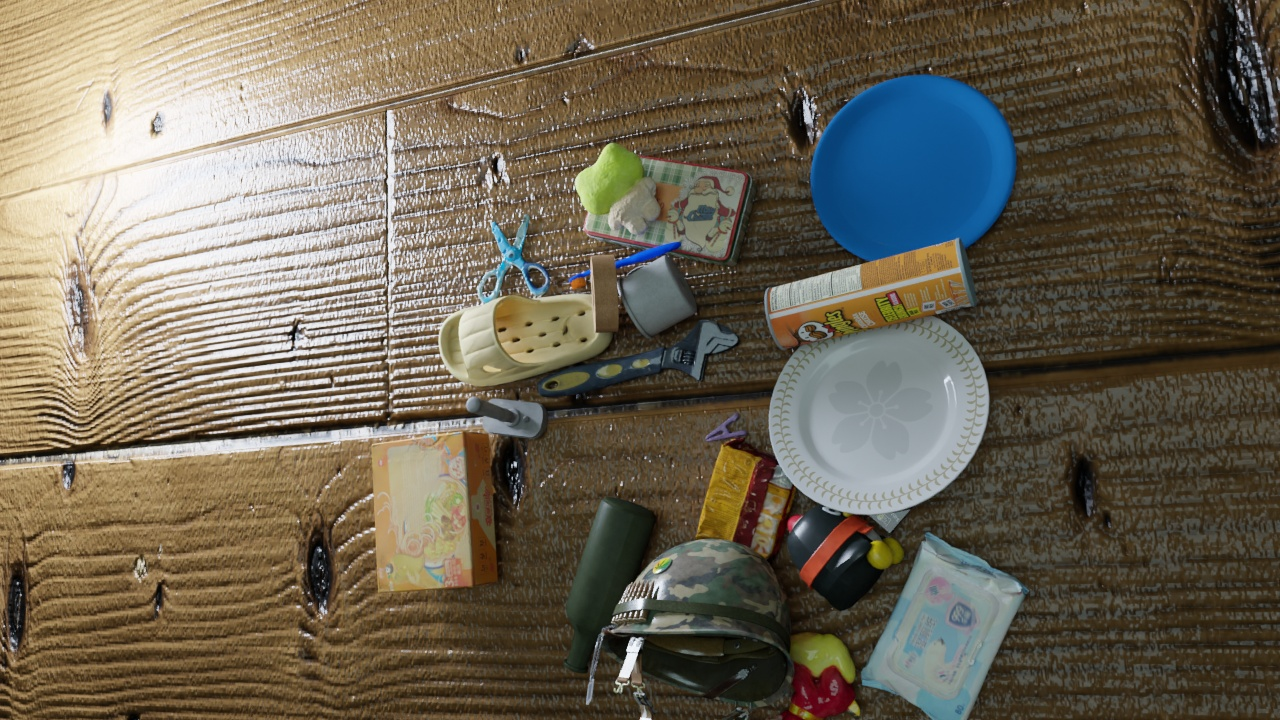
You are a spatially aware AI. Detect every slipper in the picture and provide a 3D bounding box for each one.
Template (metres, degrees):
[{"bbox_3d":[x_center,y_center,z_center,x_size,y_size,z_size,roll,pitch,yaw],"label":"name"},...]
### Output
[{"bbox_3d":[-0.162,-0.031,1.191,0.262,0.079,0.111,-8,83,21],"label":"slipper"}]

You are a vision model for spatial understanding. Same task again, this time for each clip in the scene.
[{"bbox_3d":[0.106,0.087,1.098,0.046,0.014,0.050,38,94,20],"label":"clip"}]

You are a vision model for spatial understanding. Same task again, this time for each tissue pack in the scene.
[{"bbox_3d":[0.313,0.285,0.953,0.112,0.070,0.182,25,93,23],"label":"tissue pack"}]

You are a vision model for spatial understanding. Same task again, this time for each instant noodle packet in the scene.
[{"bbox_3d":[0.126,0.163,1.064,0.099,0.039,0.135,17,93,20],"label":"instant noodle packet"}]

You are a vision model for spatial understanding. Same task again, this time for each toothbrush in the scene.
[{"bbox_3d":[-0.022,-0.119,1.152,0.183,0.016,0.018,-14,84,38],"label":"toothbrush"}]

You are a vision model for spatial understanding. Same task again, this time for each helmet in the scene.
[{"bbox_3d":[0.057,0.312,0.984,0.225,0.192,0.235,-29,35,29],"label":"helmet"}]

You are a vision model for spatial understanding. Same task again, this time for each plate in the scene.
[{"bbox_3d":[0.258,0.053,1.010,0.243,0.016,0.242,-14,60,26],"label":"plate"},{"bbox_3d":[0.309,-0.215,1.050,0.225,0.024,0.224,-3,81,22],"label":"plate"}]

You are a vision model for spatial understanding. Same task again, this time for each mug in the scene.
[{"bbox_3d":[0.018,-0.087,1.128,0.071,0.084,0.113,-28,41,14],"label":"mug"}]

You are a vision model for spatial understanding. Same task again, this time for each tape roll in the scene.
[{"bbox_3d":[-0.044,-0.081,1.112,0.027,0.094,0.094,-3,80,-5],"label":"tape roll"}]

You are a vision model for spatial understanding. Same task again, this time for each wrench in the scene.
[{"bbox_3d":[-0.007,0.006,1.150,0.274,0.022,0.073,-13,77,20],"label":"wrench"}]

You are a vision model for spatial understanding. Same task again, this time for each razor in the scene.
[{"bbox_3d":[-0.183,0.066,1.163,0.088,0.116,0.047,5,79,23],"label":"razor"}]

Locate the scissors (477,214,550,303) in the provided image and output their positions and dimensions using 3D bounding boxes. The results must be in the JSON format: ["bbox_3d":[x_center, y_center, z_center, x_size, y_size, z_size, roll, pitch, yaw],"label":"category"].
[{"bbox_3d":[-0.167,-0.131,1.243,0.134,0.012,0.134,21,89,24],"label":"scissors"}]

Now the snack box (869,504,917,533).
[{"bbox_3d":[0.300,0.118,1.002,0.051,0.031,0.141,42,99,22],"label":"snack box"}]

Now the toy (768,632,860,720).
[{"bbox_3d":[0.189,0.367,1.003,0.106,0.067,0.137,17,77,21],"label":"toy"}]

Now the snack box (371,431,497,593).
[{"bbox_3d":[-0.264,0.198,1.197,0.145,0.080,0.195,-9,80,21],"label":"snack box"}]

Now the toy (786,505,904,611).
[{"bbox_3d":[0.208,0.204,0.995,0.119,0.097,0.100,42,103,25],"label":"toy"}]

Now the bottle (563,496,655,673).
[{"bbox_3d":[-0.045,0.271,1.102,0.071,0.071,0.207,19,90,23],"label":"bottle"}]

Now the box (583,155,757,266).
[{"bbox_3d":[0.035,-0.190,1.147,0.206,0.050,0.117,16,88,24],"label":"box"}]

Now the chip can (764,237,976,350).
[{"bbox_3d":[0.252,-0.071,1.016,0.215,0.075,0.075,-14,77,25],"label":"chip can"}]

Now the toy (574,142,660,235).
[{"bbox_3d":[-0.024,-0.205,1.124,0.092,0.046,0.115,-44,76,14],"label":"toy"}]
